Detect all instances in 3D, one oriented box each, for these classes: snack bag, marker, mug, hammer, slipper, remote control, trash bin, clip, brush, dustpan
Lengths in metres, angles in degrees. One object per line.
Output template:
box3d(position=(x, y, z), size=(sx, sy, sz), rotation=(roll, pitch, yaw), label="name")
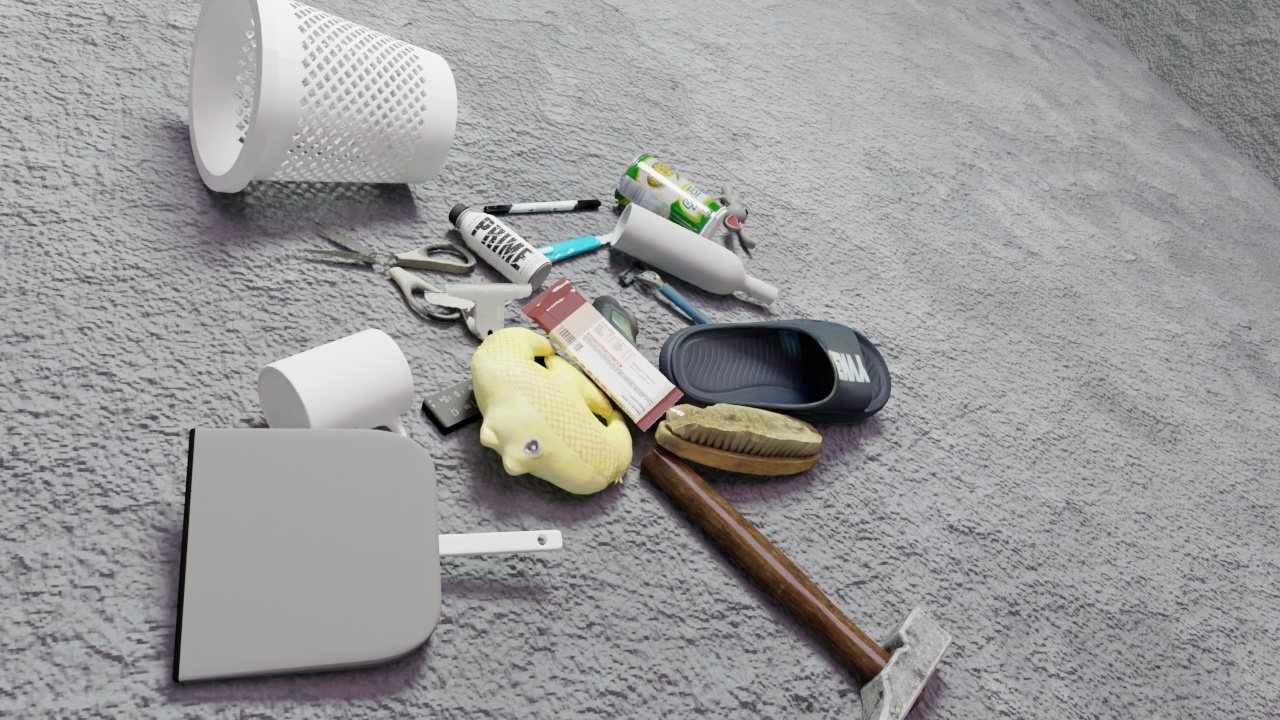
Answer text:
box3d(position=(-0.035, -0.007, 0.835), size=(0.158, 0.013, 0.056), rotation=(44, 64, 7), label="snack bag")
box3d(position=(-0.107, -0.172, 1.026), size=(0.151, 0.011, 0.011), rotation=(-11, 55, -36), label="marker")
box3d(position=(-0.226, 0.040, 0.709), size=(0.090, 0.074, 0.110), rotation=(-27, 91, -44), label="mug")
box3d(position=(0.091, 0.193, 0.751), size=(0.300, 0.037, 0.217), rotation=(42, 43, 16), label="hammer")
box3d(position=(0.151, 0.002, 0.913), size=(0.267, 0.083, 0.110), rotation=(2, 76, -24), label="slipper")
box3d(position=(-0.124, 0.024, 0.817), size=(0.034, 0.013, 0.149), rotation=(46, 44, 18), label="remote control")
box3d(position=(-0.298, -0.249, 0.880), size=(0.199, 0.196, 0.195), rotation=(0, 48, -42), label="trash bin")
box3d(position=(-0.149, -0.051, 0.861), size=(0.101, 0.052, 0.058), rotation=(-4, 33, -47), label="clip")
box3d(position=(0.096, 0.072, 0.850), size=(0.195, 0.043, 0.059), rotation=(10, 26, -34), label="brush")
box3d(position=(-0.177, 0.129, 0.641), size=(0.257, 0.033, 0.163), rotation=(1, 65, -20), label="dustpan")

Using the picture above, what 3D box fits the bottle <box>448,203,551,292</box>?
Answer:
box3d(position=(-0.145, -0.117, 0.927), size=(0.116, 0.041, 0.041), rotation=(38, 42, 10), label="bottle")

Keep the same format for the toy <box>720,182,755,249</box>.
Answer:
box3d(position=(0.119, -0.183, 1.148), size=(0.049, 0.030, 0.111), rotation=(40, 30, -34), label="toy")

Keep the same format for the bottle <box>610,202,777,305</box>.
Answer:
box3d(position=(0.065, -0.111, 1.024), size=(0.195, 0.053, 0.052), rotation=(24, 41, -16), label="bottle")

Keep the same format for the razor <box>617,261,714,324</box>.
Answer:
box3d(position=(0.043, -0.060, 0.990), size=(0.144, 0.022, 0.042), rotation=(37, 43, 8), label="razor")

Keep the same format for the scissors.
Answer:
box3d(position=(-0.227, -0.090, 0.875), size=(0.157, 0.013, 0.165), rotation=(45, 43, 19), label="scissors")

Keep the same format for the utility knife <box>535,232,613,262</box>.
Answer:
box3d(position=(-0.058, -0.126, 1.003), size=(0.178, 0.015, 0.022), rotation=(-20, 61, -40), label="utility knife")

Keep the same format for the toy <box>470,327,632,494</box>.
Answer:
box3d(position=(-0.078, 0.046, 0.779), size=(0.170, 0.065, 0.154), rotation=(47, 32, 1), label="toy")

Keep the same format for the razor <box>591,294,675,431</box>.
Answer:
box3d(position=(-0.005, 0.005, 0.873), size=(0.067, 0.054, 0.151), rotation=(-25, 69, -33), label="razor")

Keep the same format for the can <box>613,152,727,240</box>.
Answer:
box3d(position=(0.036, -0.183, 1.073), size=(0.121, 0.067, 0.067), rotation=(36, 42, 9), label="can")
